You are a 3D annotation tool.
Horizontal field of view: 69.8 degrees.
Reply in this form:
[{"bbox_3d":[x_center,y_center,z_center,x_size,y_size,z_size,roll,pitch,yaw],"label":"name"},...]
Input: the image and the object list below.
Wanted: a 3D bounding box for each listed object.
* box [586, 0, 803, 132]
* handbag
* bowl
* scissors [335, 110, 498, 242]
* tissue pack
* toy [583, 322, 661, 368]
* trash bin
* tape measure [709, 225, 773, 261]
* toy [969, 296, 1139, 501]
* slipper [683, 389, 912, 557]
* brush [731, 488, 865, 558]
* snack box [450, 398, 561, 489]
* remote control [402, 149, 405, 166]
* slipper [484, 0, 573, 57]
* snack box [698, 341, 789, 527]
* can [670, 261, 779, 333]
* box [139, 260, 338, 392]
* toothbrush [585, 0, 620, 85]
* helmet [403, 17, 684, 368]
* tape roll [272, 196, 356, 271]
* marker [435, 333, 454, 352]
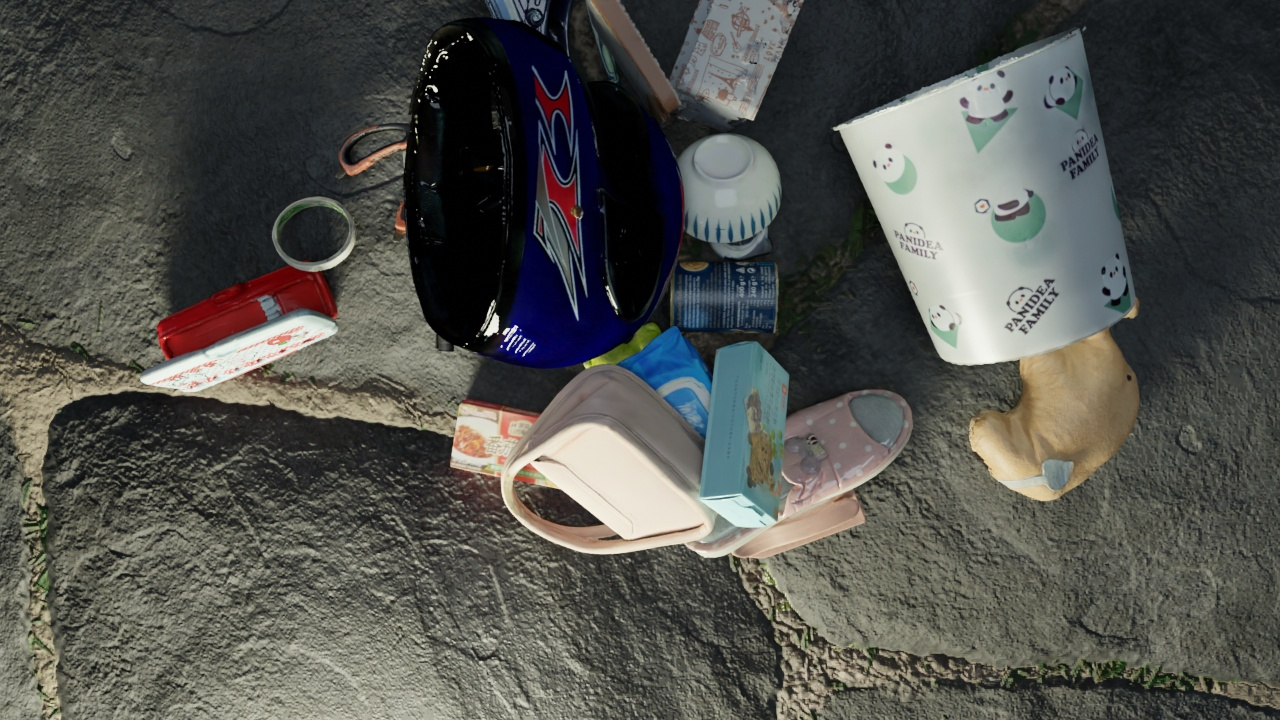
[{"bbox_3d":[0.028,-0.305,0.873,0.185,0.182,0.154,23,97,-8],"label":"box"},{"bbox_3d":[-0.049,0.126,0.951,0.235,0.093,0.193,-33,116,33],"label":"handbag"},{"bbox_3d":[0.083,-0.183,0.921,0.116,0.066,0.116,-3,64,6],"label":"bowl"},{"bbox_3d":[-0.222,-0.224,0.968,0.189,0.015,0.226,20,97,8],"label":"scissors"},{"bbox_3d":[0.040,0.045,0.966,0.095,0.052,0.157,-31,116,7],"label":"tissue pack"},{"bbox_3d":[-0.006,0.006,0.994,0.096,0.031,0.100,35,97,-3],"label":"toy"},{"bbox_3d":[0.331,-0.146,0.864,0.230,0.229,0.252,-21,101,6],"label":"trash bin"},{"bbox_3d":[0.103,-0.138,0.968,0.066,0.033,0.066,-11,94,3],"label":"tape measure"},{"bbox_3d":[0.445,0.039,0.942,0.143,0.082,0.226,34,96,-13],"label":"toy"},{"bbox_3d":[0.153,0.110,0.954,0.275,0.114,0.054,-32,133,9],"label":"slipper"},{"bbox_3d":[0.162,0.170,0.981,0.146,0.073,0.063,-23,98,9],"label":"brush"},{"bbox_3d":[-0.129,0.094,1.016,0.153,0.025,0.075,11,98,3],"label":"snack box"},{"bbox_3d":[-0.191,-0.207,0.984,0.125,0.024,0.049,-4,94,5],"label":"remote control"},{"bbox_3d":[-0.106,-0.372,0.916,0.095,0.105,0.253,-16,98,13],"label":"slipper"},{"bbox_3d":[0.107,0.073,0.921,0.052,0.074,0.174,-12,55,34],"label":"snack box"},{"bbox_3d":[0.087,-0.066,0.956,0.111,0.075,0.075,1,97,3],"label":"can"},{"bbox_3d":[-0.435,-0.033,0.984,0.201,0.101,0.095,-21,95,6],"label":"box"},{"bbox_3d":[-0.029,-0.300,0.965,0.016,0.018,0.191,-15,96,6],"label":"toothbrush"},{"bbox_3d":[-0.077,-0.151,0.868,0.247,0.239,0.316,28,121,44],"label":"helmet"},{"bbox_3d":[-0.351,-0.137,0.990,0.086,0.014,0.085,1,69,-3],"label":"tape roll"},{"bbox_3d":[-0.214,-0.075,1.005,0.022,0.020,0.132,7,100,32],"label":"marker"}]
